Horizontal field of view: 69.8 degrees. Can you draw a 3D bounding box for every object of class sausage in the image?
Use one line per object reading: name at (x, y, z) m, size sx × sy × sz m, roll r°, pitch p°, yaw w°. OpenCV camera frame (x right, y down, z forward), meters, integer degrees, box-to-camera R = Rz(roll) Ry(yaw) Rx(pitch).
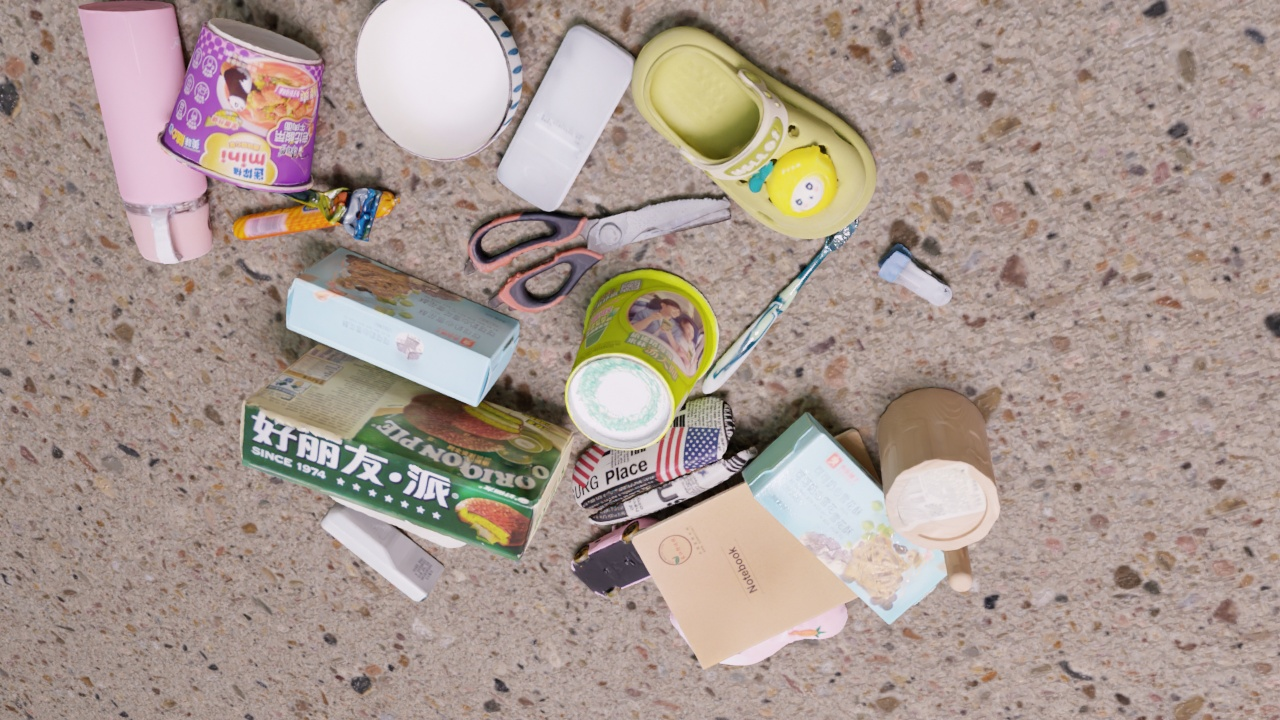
sausage at (-0.271, -0.119, 0.759) m, size 0.165 × 0.021 × 0.021 m, roll -6°, pitch 115°, yaw 16°

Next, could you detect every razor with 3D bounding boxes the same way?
razor at (-0.274, -0.134, 0.737) m, size 0.143 × 0.022 × 0.042 m, roll 18°, pitch 88°, yaw 19°

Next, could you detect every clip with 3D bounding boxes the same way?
clip at (0.204, -0.061, 0.676) m, size 0.058 × 0.038 × 0.026 m, roll 33°, pitch 117°, yaw -3°

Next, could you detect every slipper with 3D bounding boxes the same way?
slipper at (0.072, -0.148, 0.627) m, size 0.190 × 0.081 × 0.092 m, roll 36°, pitch 121°, yaw -5°

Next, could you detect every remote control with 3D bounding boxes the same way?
remote control at (-0.056, -0.176, 0.678) m, size 0.056 × 0.020 × 0.136 m, roll 31°, pitch 119°, yaw -5°
remote control at (-0.249, 0.180, 0.891) m, size 0.125 × 0.048 × 0.024 m, roll 42°, pitch 115°, yaw -10°

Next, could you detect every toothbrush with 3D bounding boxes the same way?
toothbrush at (0.105, -0.038, 0.711) m, size 0.016 × 0.018 × 0.192 m, roll 35°, pitch 119°, yaw -6°

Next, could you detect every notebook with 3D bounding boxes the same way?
notebook at (0.116, 0.163, 0.777) m, size 0.208 × 0.008 × 0.148 m, roll -26°, pitch 107°, yaw 4°

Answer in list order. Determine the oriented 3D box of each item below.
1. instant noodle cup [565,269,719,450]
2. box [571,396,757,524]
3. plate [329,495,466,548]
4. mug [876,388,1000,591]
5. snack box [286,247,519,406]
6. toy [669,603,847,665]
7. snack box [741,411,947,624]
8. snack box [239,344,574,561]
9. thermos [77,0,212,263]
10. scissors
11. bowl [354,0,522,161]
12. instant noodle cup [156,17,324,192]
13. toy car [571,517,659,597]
instant noodle cup at (-0.004, 0.004, 0.698) m, size 0.112 × 0.123 × 0.112 m, roll 6°, pitch 118°, yaw 11°
box at (0.012, 0.083, 0.776) m, size 0.163 × 0.076 × 0.087 m, roll -24°, pitch 89°, yaw 26°
plate at (-0.209, 0.084, 0.840) m, size 0.164 × 0.034 × 0.164 m, roll 22°, pitch 119°, yaw 2°
mug at (0.229, 0.099, 0.701) m, size 0.084 × 0.103 × 0.125 m, roll -12°, pitch 113°, yaw 18°
snack box at (-0.193, -0.029, 0.755) m, size 0.175 × 0.074 × 0.052 m, roll 22°, pitch 119°, yaw 2°
toy at (0.103, 0.217, 0.825) m, size 0.159 × 0.054 × 0.121 m, roll -12°, pitch 110°, yaw 11°
snack box at (0.167, 0.127, 0.737) m, size 0.074 × 0.051 × 0.175 m, roll -44°, pitch 106°, yaw 9°
snack box at (-0.184, 0.069, 0.742) m, size 0.240 × 0.114 × 0.063 m, roll 18°, pitch 117°, yaw 3°
thermos at (-0.386, -0.174, 0.723) m, size 0.067 × 0.087 × 0.199 m, roll -5°, pitch 117°, yaw -16°
scissors at (-0.032, -0.083, 0.723) m, size 0.208 × 0.015 × 0.186 m, roll 22°, pitch 118°, yaw 2°
bowl at (-0.136, -0.207, 0.655) m, size 0.116 × 0.066 × 0.117 m, roll 6°, pitch 117°, yaw 12°
instant noodle cup at (-0.289, -0.192, 0.682) m, size 0.111 × 0.111 × 0.099 m, roll 24°, pitch 112°, yaw 1°
toy car at (-0.012, 0.178, 0.841) m, size 0.123 × 0.037 × 0.056 m, roll -33°, pitch 103°, yaw 39°
